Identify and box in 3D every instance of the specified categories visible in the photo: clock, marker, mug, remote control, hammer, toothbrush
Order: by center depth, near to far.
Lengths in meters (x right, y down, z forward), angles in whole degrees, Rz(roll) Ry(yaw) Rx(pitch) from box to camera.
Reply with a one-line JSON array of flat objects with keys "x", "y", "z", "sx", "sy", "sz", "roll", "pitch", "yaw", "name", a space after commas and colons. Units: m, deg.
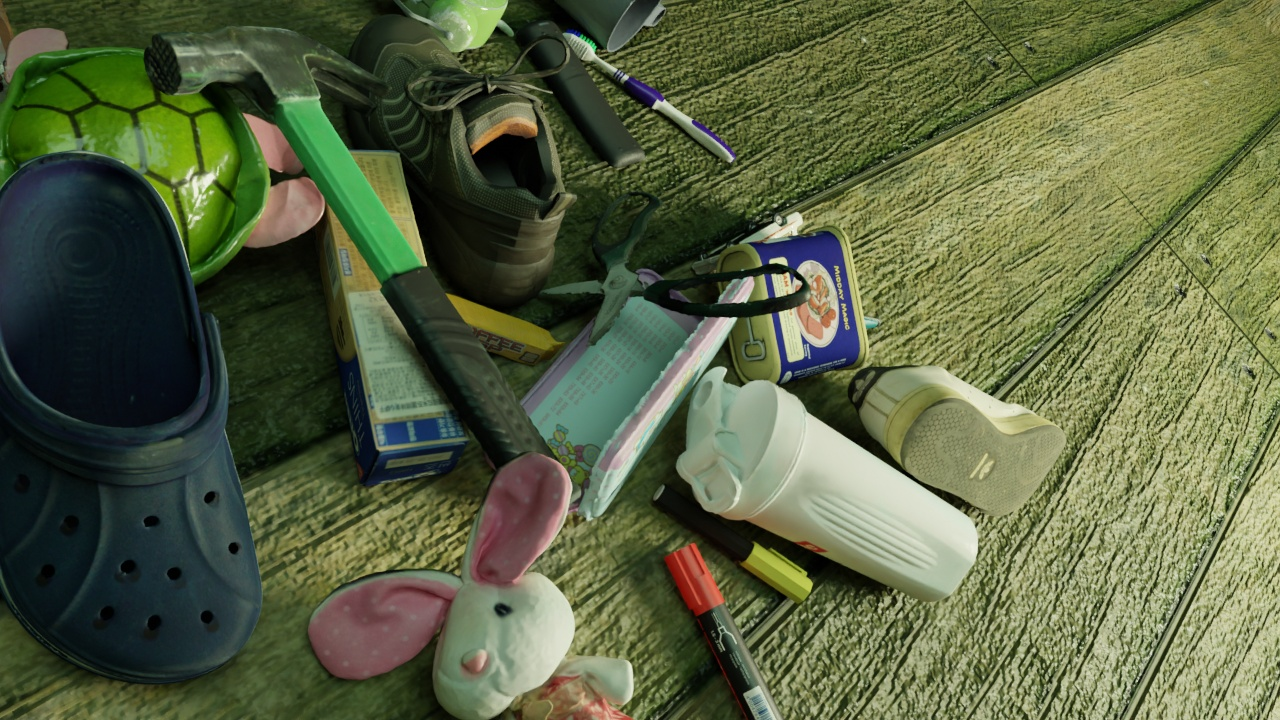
[{"x": -0.133, "y": -0.049, "z": 0.514, "sx": 0.318, "sy": 0.032, "sz": 0.130, "roll": 57, "pitch": 35, "yaw": 1, "name": "hammer"}, {"x": 0.057, "y": 0.185, "z": 0.576, "sx": 0.023, "sy": 0.021, "sz": 0.145, "roll": -12, "pitch": 68, "yaw": -44, "name": "marker"}, {"x": 0.063, "y": 0.122, "z": 0.622, "sx": 0.124, "sy": 0.018, "sz": 0.021, "roll": 35, "pitch": 49, "yaw": -7, "name": "marker"}, {"x": -0.152, "y": -0.286, "z": 0.716, "sx": 0.094, "sy": 0.043, "sz": 0.119, "roll": 43, "pitch": 38, "yaw": 0, "name": "clock"}, {"x": -0.049, "y": -0.225, "z": 0.769, "sx": 0.041, "sy": 0.020, "sz": 0.152, "roll": -27, "pitch": 79, "yaw": -39, "name": "remote control"}, {"x": 0.009, "y": -0.234, "z": 0.814, "sx": 0.186, "sy": 0.015, "sz": 0.016, "roll": 33, "pitch": 45, "yaw": -10, "name": "toothbrush"}, {"x": -0.034, "y": -0.344, "z": 0.823, "sx": 0.104, "sy": 0.084, "sz": 0.123, "roll": 41, "pitch": 25, "yaw": 0, "name": "mug"}]

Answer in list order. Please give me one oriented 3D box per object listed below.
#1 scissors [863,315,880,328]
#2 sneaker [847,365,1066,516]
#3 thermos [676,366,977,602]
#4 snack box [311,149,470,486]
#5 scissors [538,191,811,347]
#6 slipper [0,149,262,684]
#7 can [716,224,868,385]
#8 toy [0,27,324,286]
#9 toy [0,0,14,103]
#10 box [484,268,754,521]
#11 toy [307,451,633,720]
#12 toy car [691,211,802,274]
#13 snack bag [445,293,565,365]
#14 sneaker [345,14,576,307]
[{"x": 0.149, "y": -0.049, "z": 0.782, "sx": 0.124, "sy": 0.019, "sz": 0.155, "roll": 36, "pitch": 51, "yaw": -6, "name": "scissors"}, {"x": 0.251, "y": 0.058, "z": 0.744, "sx": 0.241, "sy": 0.089, "sz": 0.102, "roll": 19, "pitch": 14, "yaw": -41, "name": "sneaker"}, {"x": 0.129, "y": 0.093, "z": 0.633, "sx": 0.220, "sy": 0.100, "sz": 0.099, "roll": 29, "pitch": 50, "yaw": -17, "name": "thermos"}, {"x": -0.157, "y": -0.029, "z": 0.557, "sx": 0.056, "sy": 0.057, "sz": 0.206, "roll": -5, "pitch": 65, "yaw": -30, "name": "snack box"}, {"x": 0.024, "y": -0.071, "z": 0.646, "sx": 0.202, "sy": 0.015, "sz": 0.201, "roll": 0, "pitch": 40, "yaw": 18, "name": "scissors"}, {"x": -0.239, "y": 0.026, "z": 0.412, "sx": 0.105, "sy": 0.095, "sz": 0.252, "roll": -11, "pitch": 88, "yaw": -36, "name": "slipper"}, {"x": 0.117, "y": -0.041, "z": 0.710, "sx": 0.092, "sy": 0.057, "sz": 0.116, "roll": -13, "pitch": 93, "yaw": -31, "name": "can"}, {"x": -0.295, "y": -0.100, "z": 0.490, "sx": 0.237, "sy": 0.088, "sz": 0.190, "roll": -6, "pitch": 83, "yaw": -31, "name": "toy"}, {"x": -0.381, "y": -0.187, "z": 0.527, "sx": 0.054, "sy": 0.042, "sz": 0.102, "roll": -14, "pitch": 77, "yaw": -61, "name": "toy"}, {"x": -0.001, "y": 0.004, "z": 0.606, "sx": 0.089, "sy": 0.093, "sz": 0.213, "roll": 41, "pitch": 49, "yaw": -3, "name": "box"}, {"x": -0.061, "y": 0.164, "z": 0.473, "sx": 0.159, "sy": 0.084, "sz": 0.194, "roll": -34, "pitch": 87, "yaw": 0, "name": "toy"}, {"x": 0.093, "y": -0.092, "z": 0.765, "sx": 0.112, "sy": 0.039, "sz": 0.039, "roll": -34, "pitch": 104, "yaw": -40, "name": "toy car"}, {"x": -0.099, "y": -0.020, "z": 0.606, "sx": 0.099, "sy": 0.026, "sz": 0.020, "roll": 21, "pitch": 52, "yaw": -21, "name": "snack bag"}, {"x": -0.118, "y": -0.164, "z": 0.605, "sx": 0.100, "sy": 0.143, "sz": 0.238, "roll": -21, "pitch": 72, "yaw": -39, "name": "sneaker"}]
